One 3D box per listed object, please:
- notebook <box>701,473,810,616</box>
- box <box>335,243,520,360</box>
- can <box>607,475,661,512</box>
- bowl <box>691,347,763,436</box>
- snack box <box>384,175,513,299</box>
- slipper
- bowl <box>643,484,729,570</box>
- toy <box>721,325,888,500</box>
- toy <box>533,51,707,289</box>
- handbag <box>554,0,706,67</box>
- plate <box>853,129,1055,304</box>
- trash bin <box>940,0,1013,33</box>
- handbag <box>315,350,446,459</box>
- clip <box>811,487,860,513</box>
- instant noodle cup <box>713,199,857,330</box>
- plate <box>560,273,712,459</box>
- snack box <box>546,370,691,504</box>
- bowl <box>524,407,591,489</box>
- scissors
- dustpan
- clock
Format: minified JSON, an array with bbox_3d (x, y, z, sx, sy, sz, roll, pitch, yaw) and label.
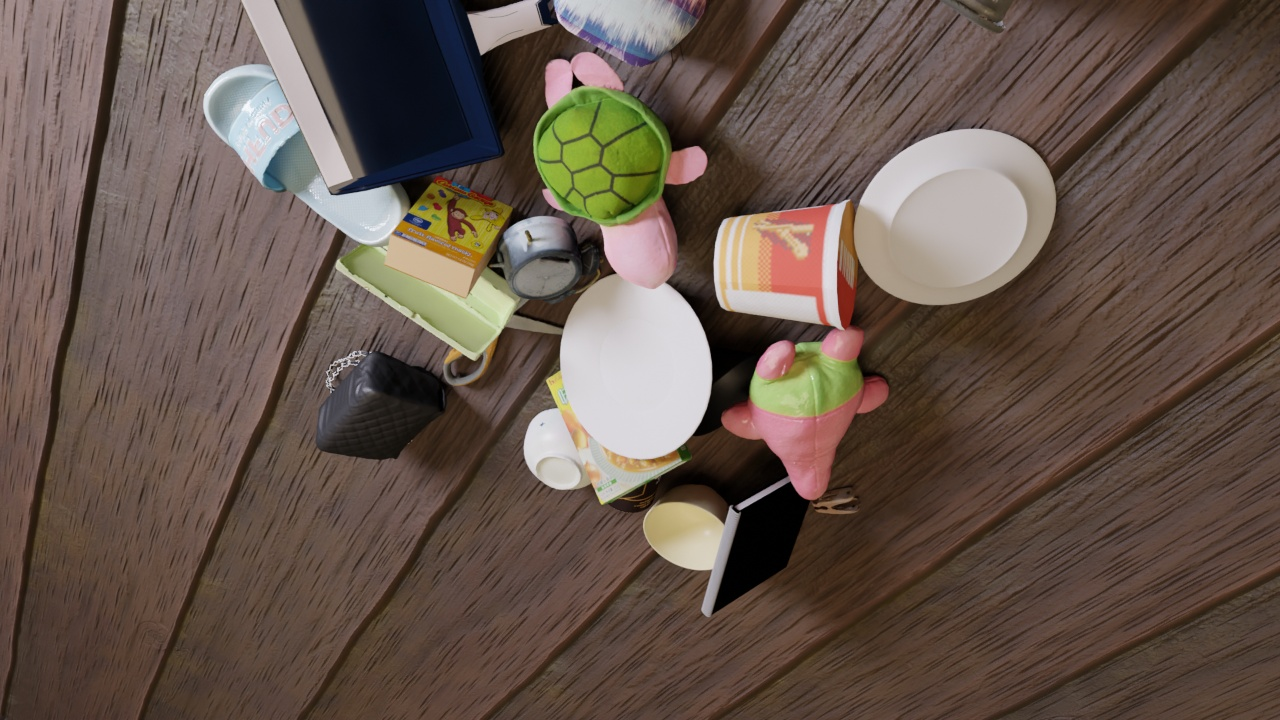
[{"bbox_3d":[0.151,0.224,1.152,0.016,0.148,0.207,42,140,34],"label":"notebook"},{"bbox_3d":[-0.224,-0.096,1.009,0.188,0.091,0.083,33,122,-3],"label":"box"},{"bbox_3d":[-0.006,0.127,1.148,0.072,0.071,0.129,16,130,2],"label":"can"},{"bbox_3d":[0.085,0.023,1.039,0.052,0.123,0.124,47,135,25],"label":"bowl"},{"bbox_3d":[-0.198,-0.131,0.959,0.088,0.125,0.040,23,130,-4],"label":"snack box"},{"bbox_3d":[-0.344,-0.210,0.942,0.245,0.074,0.104,40,107,-1],"label":"slipper"},{"bbox_3d":[0.071,0.201,1.182,0.118,0.073,0.118,12,129,15],"label":"bowl"},{"bbox_3d":[0.188,0.061,1.027,0.192,0.096,0.237,-10,126,-1],"label":"toy"},{"bbox_3d":[-0.029,-0.182,0.901,0.190,0.087,0.238,-8,118,26],"label":"toy"},{"bbox_3d":[0.006,-0.349,0.780,0.144,0.067,0.170,24,123,-15],"label":"handbag"},{"bbox_3d":[0.302,-0.128,0.881,0.188,0.016,0.189,1,127,2],"label":"plate"},{"bbox_3d":[0.227,-0.382,0.618,0.197,0.196,0.221,29,123,-7],"label":"trash bin"},{"bbox_3d":[-0.331,0.051,1.181,0.125,0.114,0.154,22,131,-34],"label":"handbag"},{"bbox_3d":[0.245,0.175,1.152,0.062,0.024,0.045,0,127,19],"label":"clip"},{"bbox_3d":[0.145,-0.095,0.910,0.121,0.123,0.123,3,129,22],"label":"instant noodle cup"},{"bbox_3d":[-0.006,0.006,1.023,0.209,0.015,0.208,6,100,36],"label":"plate"},{"bbox_3d":[-0.029,0.067,1.076,0.132,0.027,0.168,-33,76,33],"label":"snack box"},{"bbox_3d":[-0.098,0.122,1.174,0.113,0.063,0.114,7,128,8],"label":"bowl"},{"bbox_3d":[-0.195,-0.055,1.089,0.225,0.016,0.226,40,124,-17],"label":"scissors"},{"bbox_3d":[-0.198,-0.292,0.846,0.273,0.080,0.236,-24,125,-11],"label":"dustpan"},{"bbox_3d":[-0.098,-0.105,0.989,0.090,0.052,0.129,-37,146,28],"label":"clock"}]
